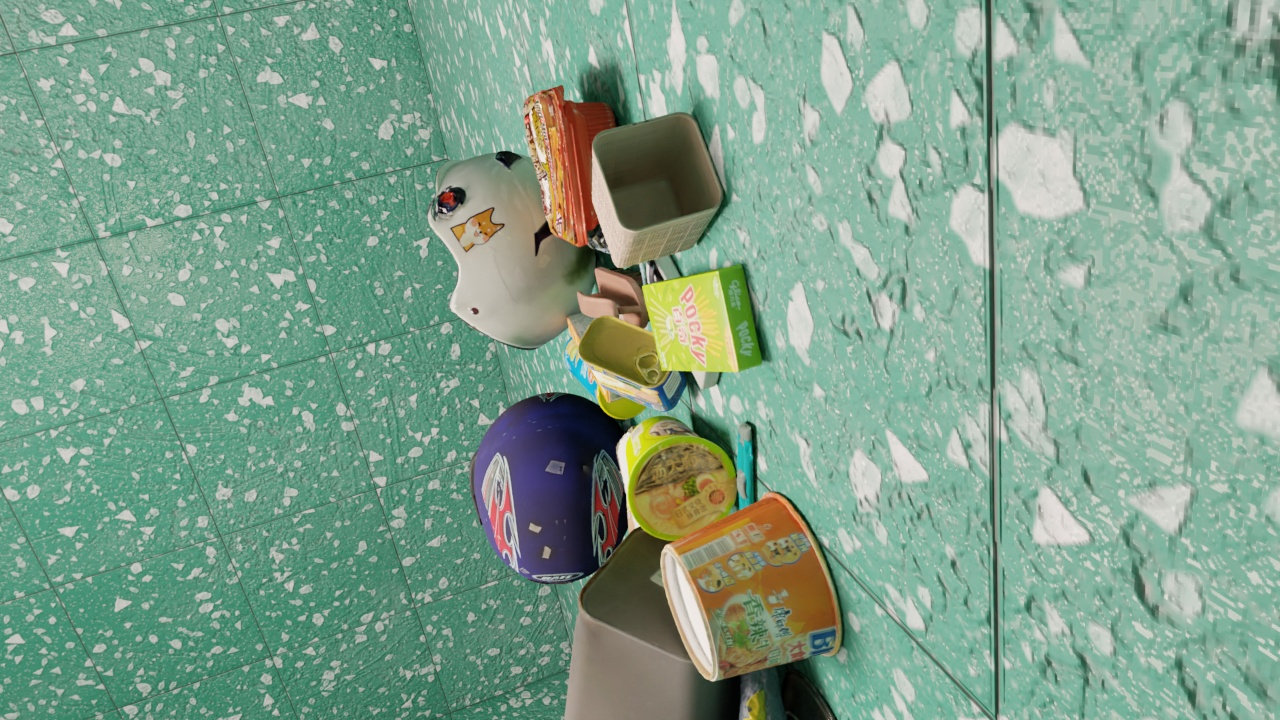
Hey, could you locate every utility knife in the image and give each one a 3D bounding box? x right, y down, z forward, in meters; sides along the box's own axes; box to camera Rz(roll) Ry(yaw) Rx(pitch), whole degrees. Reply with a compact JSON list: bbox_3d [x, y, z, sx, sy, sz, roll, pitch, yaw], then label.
[{"bbox_3d":[0.101,0.128,0.880,0.029,0.013,0.182,-123,21,-51],"label":"utility knife"}]

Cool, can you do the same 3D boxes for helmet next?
[{"bbox_3d":[-0.123,0.209,1.354,0.240,0.247,0.316,-91,-3,-67],"label":"helmet"},{"bbox_3d":[-0.142,-0.157,1.178,0.229,0.157,0.273,18,-123,-58],"label":"helmet"}]

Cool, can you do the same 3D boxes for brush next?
[{"bbox_3d":[-0.022,-0.066,1.020,0.146,0.073,0.063,-149,45,-68],"label":"brush"}]

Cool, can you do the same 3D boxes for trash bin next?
[{"bbox_3d":[0.030,0.313,0.960,0.199,0.198,0.220,17,124,24],"label":"trash bin"}]

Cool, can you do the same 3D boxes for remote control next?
[{"bbox_3d":[0.040,-0.043,0.905,0.058,0.021,0.150,93,156,-54],"label":"remote control"}]

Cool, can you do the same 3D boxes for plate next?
[{"bbox_3d":[0.171,0.393,0.891,0.180,0.024,0.179,163,90,-76],"label":"plate"}]

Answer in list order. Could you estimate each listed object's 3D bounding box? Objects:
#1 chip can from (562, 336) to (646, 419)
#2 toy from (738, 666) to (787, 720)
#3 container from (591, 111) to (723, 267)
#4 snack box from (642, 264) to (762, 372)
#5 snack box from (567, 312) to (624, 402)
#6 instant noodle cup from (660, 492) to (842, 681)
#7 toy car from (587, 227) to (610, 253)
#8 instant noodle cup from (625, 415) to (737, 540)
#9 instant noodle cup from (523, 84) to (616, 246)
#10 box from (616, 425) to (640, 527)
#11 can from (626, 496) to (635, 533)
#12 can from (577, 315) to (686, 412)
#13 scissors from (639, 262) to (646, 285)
[{"bbox_3d":[-0.048,0.014,1.220,0.210,0.071,0.071,-141,37,-68],"label":"chip can"},{"bbox_3d":[0.122,0.437,0.896,0.137,0.091,0.357,-97,3,-61],"label":"toy"},{"bbox_3d":[0.008,-0.138,0.784,0.111,0.090,0.090,114,138,-75],"label":"container"},{"bbox_3d":[0.051,-0.034,0.810,0.156,0.026,0.086,1,105,67],"label":"snack box"},{"bbox_3d":[-0.030,-0.013,1.105,0.153,0.075,0.026,-122,21,-48],"label":"snack box"},{"bbox_3d":[0.090,0.203,0.802,0.151,0.111,0.151,163,90,-76],"label":"instant noodle cup"},{"bbox_3d":[-0.036,-0.142,1.052,0.034,0.043,0.090,48,174,-12],"label":"toy car"},{"bbox_3d":[0.033,0.113,0.964,0.123,0.111,0.112,-122,19,-73],"label":"instant noodle cup"},{"bbox_3d":[-0.069,-0.215,1.000,0.189,0.079,0.164,-138,37,-70],"label":"instant noodle cup"},{"bbox_3d":[0.027,0.167,1.079,0.090,0.061,0.184,128,128,-63],"label":"box"},{"bbox_3d":[0.012,0.188,1.151,0.059,0.058,0.116,103,164,-64],"label":"can"},{"bbox_3d":[-0.006,0.006,0.959,0.102,0.057,0.083,22,163,20],"label":"can"},{"bbox_3d":[-0.002,-0.107,0.949,0.074,0.017,0.137,92,172,-46],"label":"scissors"}]
